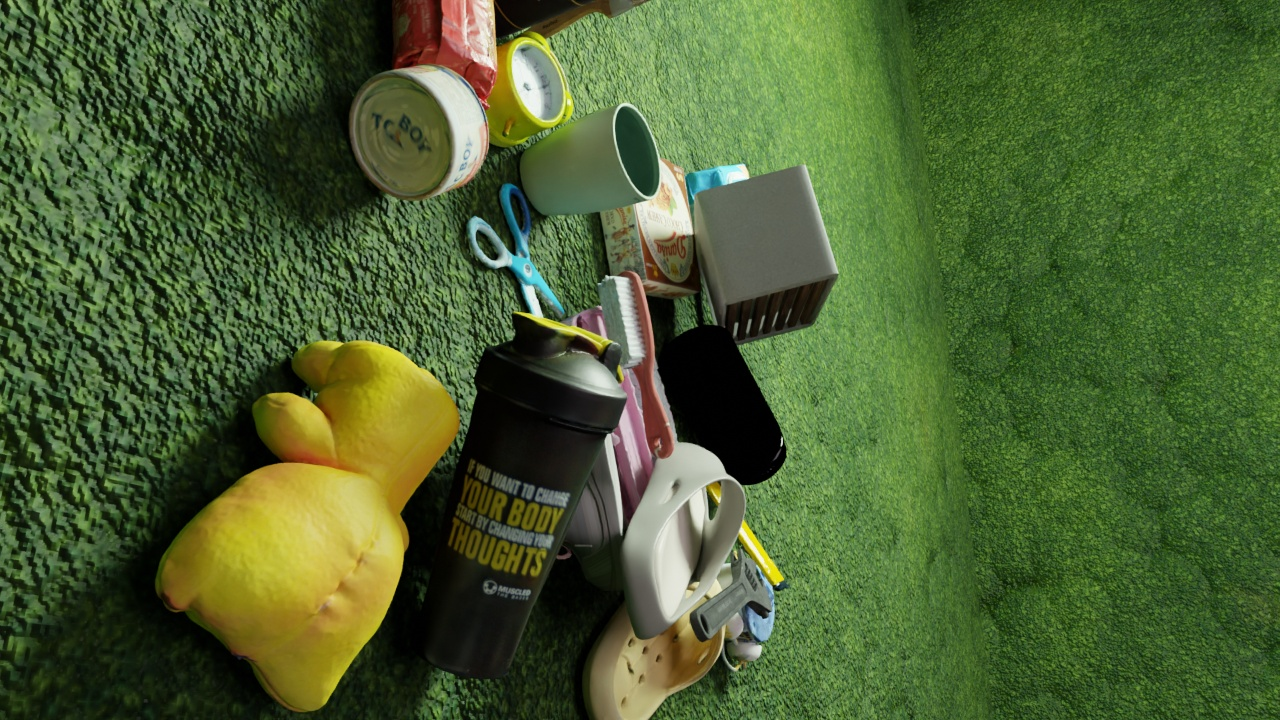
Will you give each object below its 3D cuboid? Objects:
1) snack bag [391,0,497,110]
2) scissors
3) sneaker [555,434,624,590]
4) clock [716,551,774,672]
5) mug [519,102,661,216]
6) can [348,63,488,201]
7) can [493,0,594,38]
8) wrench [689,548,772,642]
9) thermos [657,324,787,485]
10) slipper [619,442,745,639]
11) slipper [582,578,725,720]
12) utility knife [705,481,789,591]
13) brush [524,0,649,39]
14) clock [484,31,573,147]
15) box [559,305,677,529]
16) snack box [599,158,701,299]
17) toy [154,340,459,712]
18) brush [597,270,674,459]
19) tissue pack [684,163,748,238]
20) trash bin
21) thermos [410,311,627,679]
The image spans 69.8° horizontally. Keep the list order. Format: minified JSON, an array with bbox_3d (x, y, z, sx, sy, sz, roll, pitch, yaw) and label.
[{"bbox_3d":[-0.147,-0.274,0.676,0.082,0.082,0.176,17,65,-60],"label":"snack bag"},{"bbox_3d":[-0.097,-0.088,0.775,0.140,0.013,0.117,50,38,-40],"label":"scissors"},{"bbox_3d":[-0.063,0.101,0.712,0.099,0.089,0.236,-97,180,-48],"label":"sneaker"},{"bbox_3d":[0.107,0.272,0.990,0.089,0.052,0.125,59,33,-35],"label":"clock"},{"bbox_3d":[-0.044,-0.180,0.808,0.084,0.104,0.111,51,39,-42],"label":"mug"},{"bbox_3d":[-0.149,-0.153,0.616,0.043,0.086,0.086,-44,119,-59],"label":"can"},{"bbox_3d":[-0.085,-0.316,0.751,0.072,0.129,0.071,32,53,-55],"label":"can"},{"bbox_3d":[0.085,0.220,0.844,0.073,0.018,0.273,66,14,11],"label":"wrench"},{"bbox_3d":[0.099,0.061,1.015,0.199,0.086,0.085,58,34,-36],"label":"thermos"},{"bbox_3d":[0.049,0.143,0.784,0.265,0.081,0.113,-42,119,-72],"label":"slipper"},{"bbox_3d":[0.035,0.252,0.835,0.260,0.079,0.111,-27,108,-62],"label":"slipper"},{"bbox_3d":[0.110,0.183,0.998,0.159,0.017,0.030,58,20,17],"label":"utility knife"},{"bbox_3d":[-0.050,-0.304,0.799,0.008,0.143,0.045,24,51,-59],"label":"brush"},{"bbox_3d":[-0.099,-0.229,0.769,0.118,0.057,0.083,-48,121,-50],"label":"clock"},{"bbox_3d":[-0.011,0.043,0.868,0.152,0.037,0.201,-30,107,-64],"label":"box"},{"bbox_3d":[0.009,-0.143,0.965,0.143,0.041,0.147,1,79,-63],"label":"snack box"},{"bbox_3d":[-0.162,0.082,0.507,0.193,0.088,0.134,-71,145,-45],"label":"toy"},{"bbox_3d":[-0.005,0.005,0.814,0.030,0.041,0.172,-9,84,-43],"label":"brush"},{"bbox_3d":[0.102,-0.194,1.141,0.144,0.062,0.093,-30,107,-61],"label":"tissue pack"},{"bbox_3d":[0.129,-0.103,0.998,0.229,0.114,0.114,70,6,-78],"label":"trash bin"},{"bbox_3d":[-0.078,0.083,0.578,0.098,0.098,0.221,11,99,-61],"label":"thermos"}]
